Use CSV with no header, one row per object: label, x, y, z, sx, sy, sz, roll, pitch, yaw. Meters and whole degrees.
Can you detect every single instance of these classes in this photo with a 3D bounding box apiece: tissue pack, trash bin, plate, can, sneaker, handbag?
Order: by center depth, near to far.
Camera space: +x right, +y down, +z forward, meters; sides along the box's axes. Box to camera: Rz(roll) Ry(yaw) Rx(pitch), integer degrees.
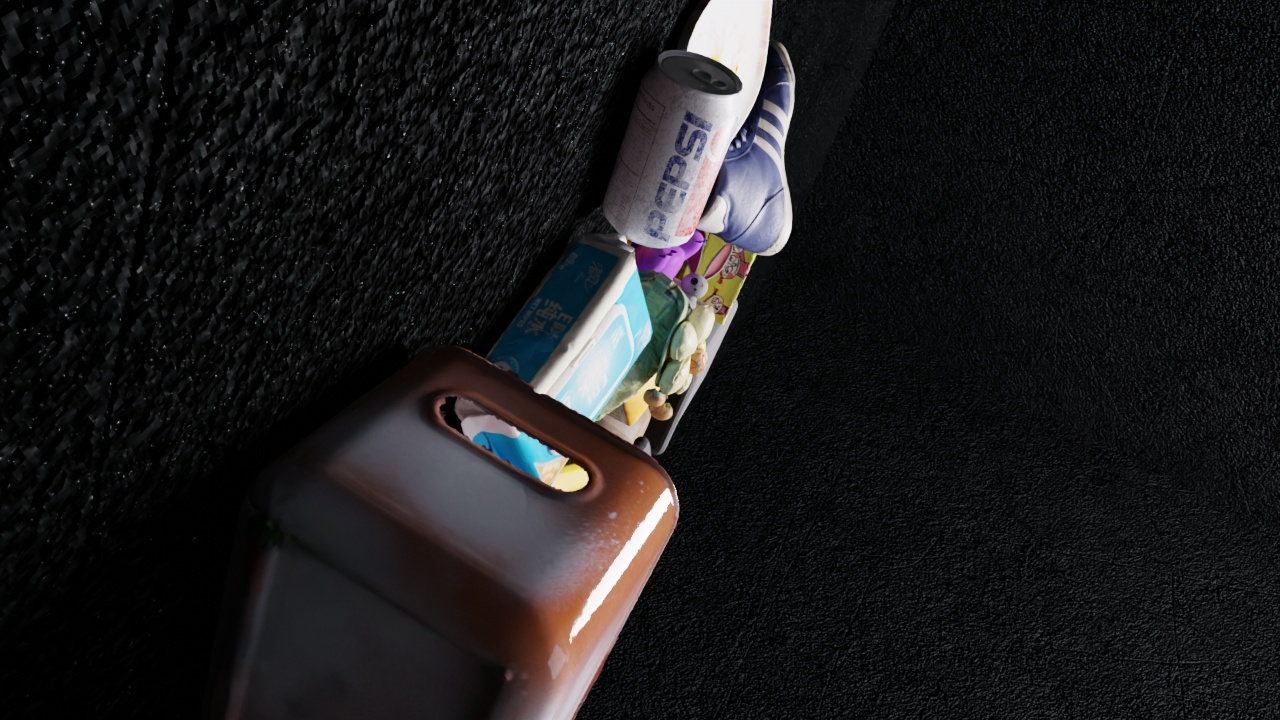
trash bin,-0.117,0.149,0.500,0.260,0.181,0.157,-65,170,29
tissue pack,-0.064,0.006,0.707,0.208,0.066,0.117,-55,154,-26
can,0.024,-0.160,0.707,0.078,0.078,0.136,-53,168,-50
plate,0.070,-0.257,0.803,0.186,0.016,0.187,-57,160,-30
handbag,-0.005,0.005,0.886,0.186,0.117,0.113,-45,164,2
sneaker,0.087,-0.229,0.942,0.092,0.118,0.233,-7,-99,53
trash bin,0.055,0.007,1.445,0.219,0.097,0.192,-55,170,-50

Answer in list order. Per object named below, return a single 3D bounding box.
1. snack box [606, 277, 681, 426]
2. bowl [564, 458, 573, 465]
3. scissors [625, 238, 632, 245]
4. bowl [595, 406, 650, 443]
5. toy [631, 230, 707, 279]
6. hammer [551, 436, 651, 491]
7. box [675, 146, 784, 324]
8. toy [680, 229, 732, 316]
snack box,-0.001,-0.011,1.057,0.145,0.080,0.195,-61,172,-11
bowl,-0.092,0.169,1.067,0.152,0.050,0.152,-173,-89,-72
scissors,0.005,-0.155,0.852,0.129,0.011,0.126,-58,173,-42
bowl,-0.044,0.105,1.225,0.162,0.070,0.162,-60,172,-14
toy,0.011,-0.099,0.916,0.105,0.056,0.088,-27,159,-46
hammer,-0.054,0.111,0.886,0.323,0.029,0.127,0,85,-69
box,0.101,-0.159,1.122,0.222,0.082,0.124,113,-10,-51
toy,0.056,-0.077,0.960,0.030,0.049,0.111,-179,-67,-79
